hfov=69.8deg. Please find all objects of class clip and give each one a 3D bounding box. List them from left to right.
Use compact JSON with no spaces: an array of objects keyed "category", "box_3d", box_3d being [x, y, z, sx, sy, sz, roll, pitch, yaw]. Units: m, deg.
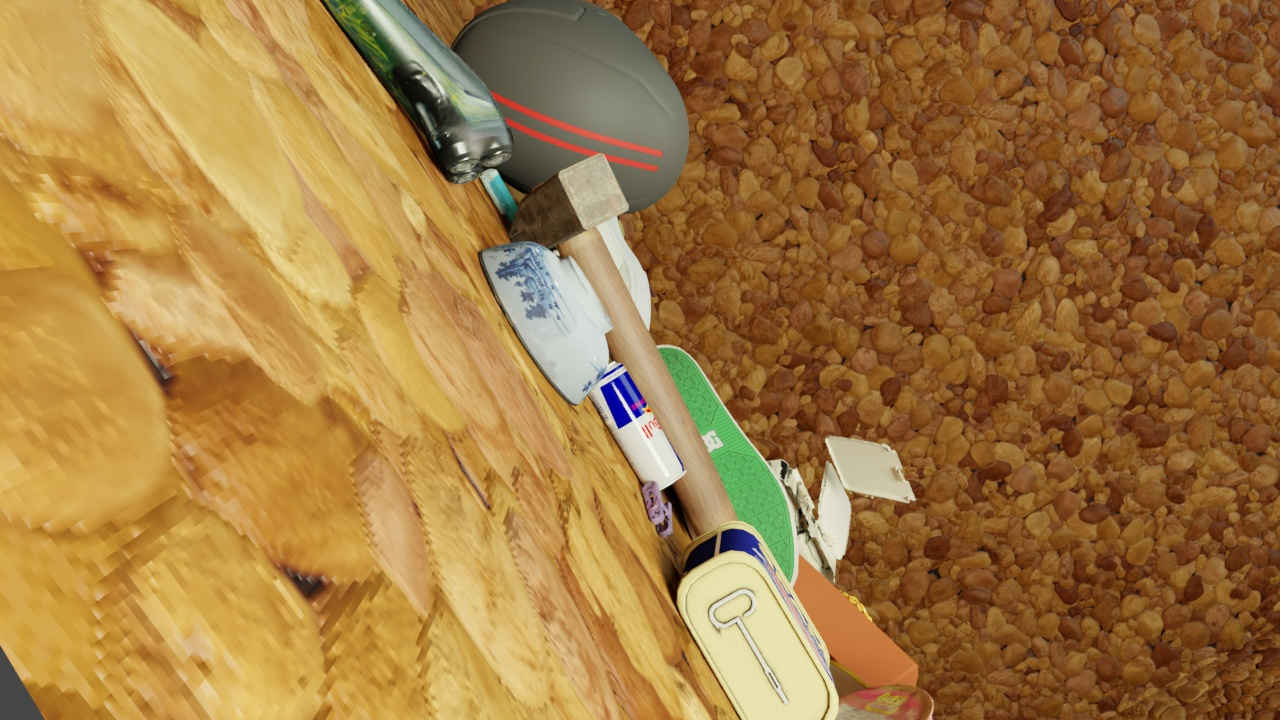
[{"category":"clip","box_3d":[0.013,0.101,0.615,0.035,0.013,0.051,57,6,-20]}]

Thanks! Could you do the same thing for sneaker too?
[{"category":"sneaker","box_3d":[-0.062,-0.111,0.903,0.090,0.090,0.242,5,60,-39]},{"category":"sneaker","box_3d":[0.059,0.102,0.790,0.235,0.084,0.079,63,-16,20]}]

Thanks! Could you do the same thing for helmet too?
[{"category":"helmet","box_3d":[-0.073,-0.223,0.793,0.265,0.164,0.169,31,28,19]}]

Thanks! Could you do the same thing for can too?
[{"category":"can","box_3d":[-0.005,0.047,0.651,0.095,0.032,0.032,59,3,-2]},{"category":"can","box_3d":[0.067,0.158,0.538,0.116,0.056,0.092,59,5,5]}]

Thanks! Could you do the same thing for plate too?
[{"category":"plate","box_3d":[0.189,0.330,0.694,0.229,0.021,0.230,52,-20,27]}]

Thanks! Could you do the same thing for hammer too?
[{"category":"hammer","box_3d":[-0.004,0.004,0.694,0.301,0.037,0.158,64,-21,-9]}]

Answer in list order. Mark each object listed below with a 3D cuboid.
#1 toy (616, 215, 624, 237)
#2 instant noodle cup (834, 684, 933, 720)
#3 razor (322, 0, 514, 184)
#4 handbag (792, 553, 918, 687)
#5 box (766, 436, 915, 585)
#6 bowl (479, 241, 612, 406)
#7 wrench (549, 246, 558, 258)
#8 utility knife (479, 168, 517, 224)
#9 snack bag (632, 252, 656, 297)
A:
[{"category":"toy","box_3d":[-0.071,-0.163,1.146,0.112,0.096,0.175,58,15,-24]},{"category":"instant noodle cup","box_3d":[0.159,0.278,0.578,0.097,0.098,0.108,-20,86,-87]},{"category":"razor","box_3d":[-0.137,-0.172,0.553,0.151,0.054,0.067,50,25,-36]},{"category":"handbag","box_3d":[0.158,0.235,0.767,0.172,0.060,0.109,41,-28,47]},{"category":"box","box_3d":[0.167,0.129,0.869,0.143,0.193,0.106,63,28,-26]},{"category":"bowl","box_3d":[-0.049,-0.032,0.568,0.114,0.045,0.114,59,3,-6]},{"category":"wrench","box_3d":[-0.049,-0.055,0.999,0.273,0.022,0.073,59,-3,-19]},{"category":"utility knife","box_3d":[-0.093,-0.095,0.780,0.151,0.015,0.022,60,-22,-13]},{"category":"snack bag","box_3d":[-0.041,-0.097,0.985,0.158,0.013,0.057,12,-42,55]}]
